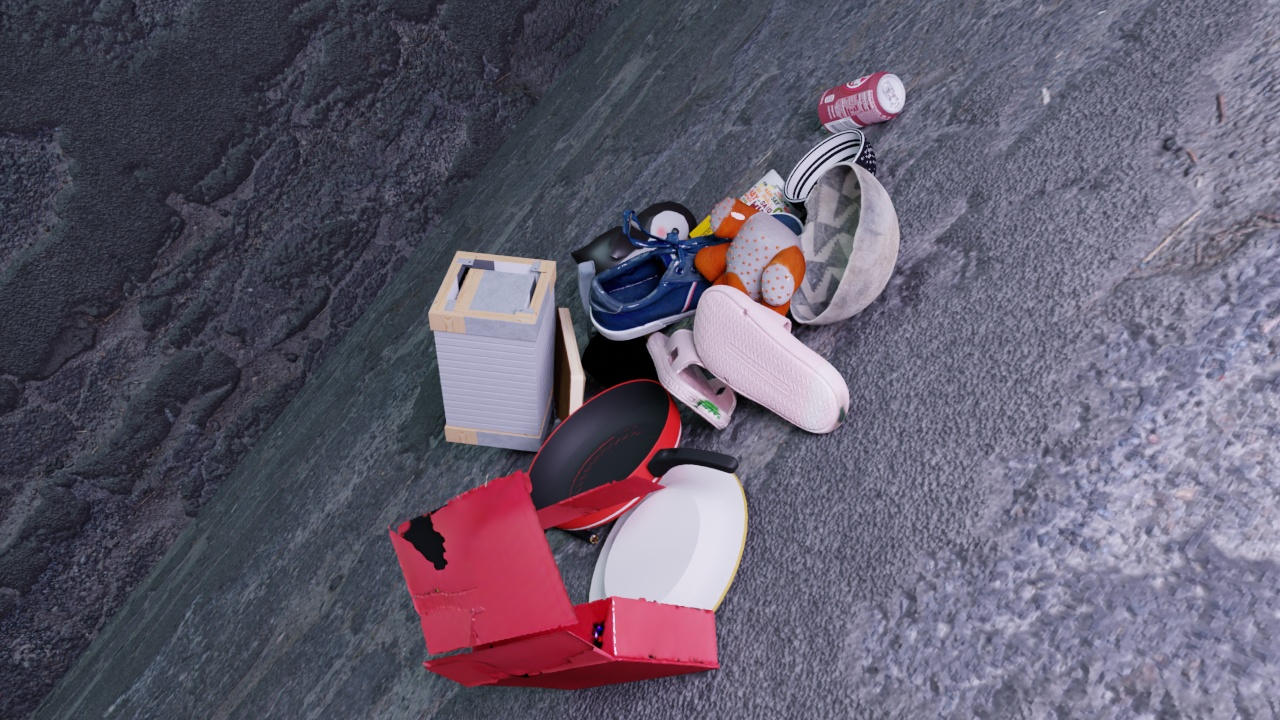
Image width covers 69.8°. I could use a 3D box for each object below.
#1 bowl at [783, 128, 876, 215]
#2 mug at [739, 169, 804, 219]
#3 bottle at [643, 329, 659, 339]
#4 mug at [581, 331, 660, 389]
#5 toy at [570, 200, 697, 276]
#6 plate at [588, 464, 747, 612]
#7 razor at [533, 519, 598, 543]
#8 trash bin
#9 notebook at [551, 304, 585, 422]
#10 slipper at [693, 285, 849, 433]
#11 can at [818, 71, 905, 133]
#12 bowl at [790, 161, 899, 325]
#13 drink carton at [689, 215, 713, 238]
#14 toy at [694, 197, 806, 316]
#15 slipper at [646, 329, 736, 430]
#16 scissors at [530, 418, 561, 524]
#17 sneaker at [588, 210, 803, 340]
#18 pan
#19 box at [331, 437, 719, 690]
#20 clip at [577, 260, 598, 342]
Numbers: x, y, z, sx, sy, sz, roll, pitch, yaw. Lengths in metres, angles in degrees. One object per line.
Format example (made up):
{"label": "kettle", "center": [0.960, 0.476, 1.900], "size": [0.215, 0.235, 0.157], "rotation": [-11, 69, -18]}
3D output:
{"label": "bowl", "center": [0.247, -0.223, 1.150], "size": [0.120, 0.066, 0.120], "rotation": [-37, 27, 23]}
{"label": "mug", "center": [0.171, -0.202, 1.249], "size": [0.090, 0.073, 0.105], "rotation": [-42, 0, 15]}
{"label": "bottle", "center": [0.033, -0.091, 1.315], "size": [0.166, 0.059, 0.059], "rotation": [-45, 25, 7]}
{"label": "mug", "center": [-0.007, 0.007, 1.200], "size": [0.085, 0.094, 0.122], "rotation": [-56, 26, -14]}
{"label": "toy", "center": [-0.001, -0.172, 1.394], "size": [0.184, 0.159, 0.140], "rotation": [-41, 67, -10]}
{"label": "plate", "center": [0.018, 0.200, 0.950], "size": [0.230, 0.021, 0.229], "rotation": [-38, 31, 28]}
{"label": "razor", "center": [-0.094, 0.207, 1.143], "size": [0.144, 0.022, 0.042], "rotation": [1, 55, 58]}
{"label": "trash bin", "center": [-0.204, -0.011, 1.329], "size": [0.142, 0.142, 0.247], "rotation": [-80, -5, -48]}
{"label": "notebook", "center": [-0.101, 0.042, 1.271], "size": [0.225, 0.024, 0.168], "rotation": [-109, 21, -62]}
{"label": "slipper", "center": [0.132, -0.006, 0.951], "size": [0.055, 0.107, 0.221], "rotation": [-20, 42, -33]}
{"label": "can", "center": [0.300, -0.351, 1.251], "size": [0.114, 0.063, 0.063], "rotation": [2, 55, 59]}
{"label": "bowl", "center": [0.229, -0.119, 0.989], "size": [0.178, 0.081, 0.178], "rotation": [-171, 91, -80]}
{"label": "drink carton", "center": [0.113, -0.150, 1.271], "size": [0.040, 0.058, 0.122], "rotation": [-43, 26, 12]}
{"label": "toy", "center": [0.117, -0.080, 1.043], "size": [0.163, 0.092, 0.173], "rotation": [52, 141, 37]}
{"label": "slipper", "center": [0.066, 0.008, 1.086], "size": [0.064, 0.094, 0.239], "rotation": [-49, 19, 8]}
{"label": "scissors", "center": [-0.124, 0.145, 1.208], "size": [0.149, 0.019, 0.122], "rotation": [128, 151, -58]}
{"label": "sneaker", "center": [0.068, -0.130, 1.133], "size": [0.294, 0.127, 0.120], "rotation": [-22, 63, -5]}
{"label": "pan", "center": [-0.001, 0.110, 1.007], "size": [0.357, 0.067, 0.208], "rotation": [3, 49, 54]}
{"label": "box", "center": [-0.106, 0.220, 0.803], "size": [0.212, 0.318, 0.121], "rotation": [-26, 33, 41]}
{"label": "clip", "center": [-0.070, -0.079, 1.335], "size": [0.174, 0.030, 0.158], "rotation": [103, 151, -60]}
